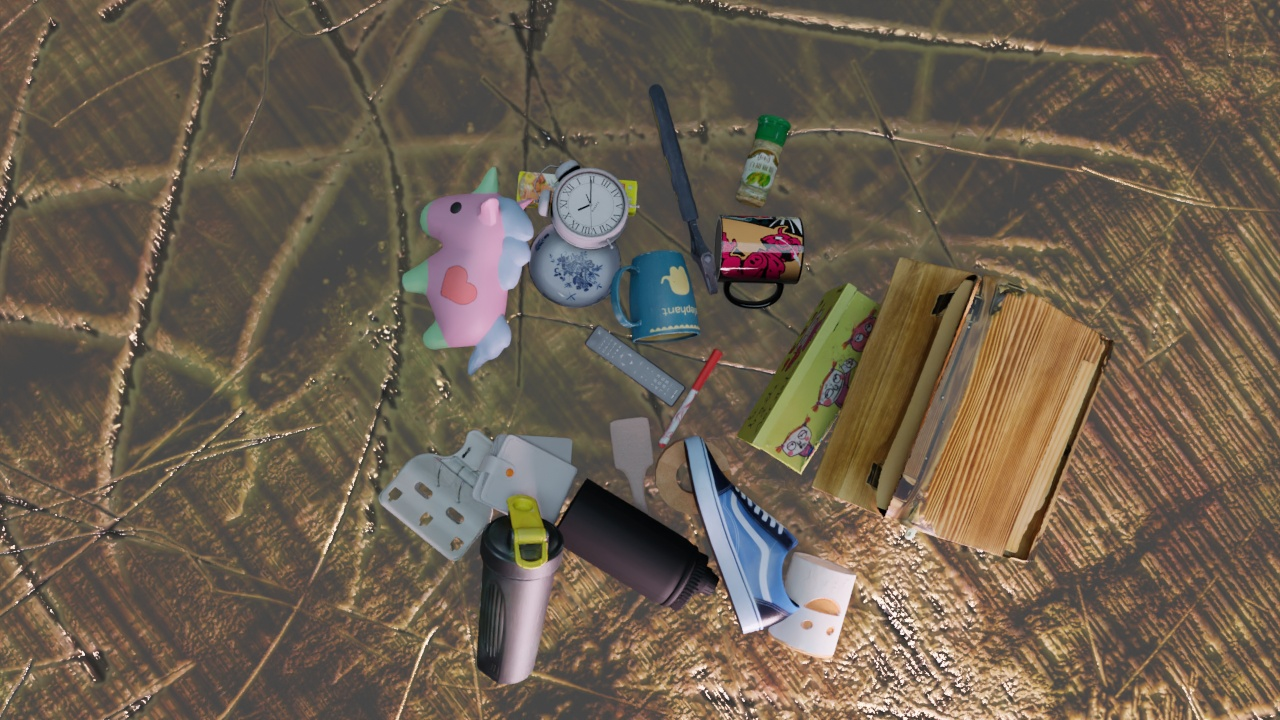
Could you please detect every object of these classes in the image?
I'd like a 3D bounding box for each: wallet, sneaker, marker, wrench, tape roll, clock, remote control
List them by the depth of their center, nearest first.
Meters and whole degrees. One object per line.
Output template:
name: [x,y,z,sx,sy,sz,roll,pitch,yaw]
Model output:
sneaker: [0.126,0.195,1.090,0.098,0.083,0.241,-20,89,-2]
clock: [-0.070,-0.189,1.101,0.122,0.035,0.094,32,79,-1]
wallet: [-0.134,0.134,1.114,0.118,0.038,0.115,32,71,-29]
wrench: [0.052,-0.211,1.130,0.022,0.073,0.273,-15,84,-2]
tape roll: [0.065,0.143,1.147,0.094,0.027,0.094,0,90,-1]
remote control: [-0.007,0.007,1.151,0.136,0.015,0.032,36,89,1]
marker: [0.062,0.048,1.154,0.013,0.013,0.142,31,90,-1]

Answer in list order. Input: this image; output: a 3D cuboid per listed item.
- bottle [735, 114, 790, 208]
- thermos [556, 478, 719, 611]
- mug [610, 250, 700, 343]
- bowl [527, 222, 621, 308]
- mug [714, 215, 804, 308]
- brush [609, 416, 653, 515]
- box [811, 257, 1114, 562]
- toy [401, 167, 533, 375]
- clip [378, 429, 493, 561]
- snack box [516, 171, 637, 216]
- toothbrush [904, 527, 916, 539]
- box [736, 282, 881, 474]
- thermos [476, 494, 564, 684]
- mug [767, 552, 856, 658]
bottle: [0.151,-0.247,1.141,0.043,0.043,0.111,18,90,-1]
thermos: [-0.003,0.232,1.116,0.198,0.086,0.086,32,89,-1]
mug: [0.014,-0.078,1.110,0.112,0.085,0.104,-1,82,-35]
bowl: [-0.082,-0.115,1.129,0.114,0.045,0.114,1,80,-5]
mug: [0.143,-0.119,1.129,0.098,0.081,0.118,2,117,-2]
brush: [-0.007,0.138,1.154,0.050,0.015,0.136,-7,96,0]
box: [0.357,0.058,1.019,0.192,0.251,0.279,23,91,42]
toy: [-0.193,-0.101,1.094,0.171,0.120,0.222,-17,94,19]
clip: [-0.231,0.157,1.135,0.126,0.102,0.151,40,60,-2]
snack box: [-0.078,-0.207,1.142,0.148,0.029,0.040,4,90,-1]
toothbrush: [0.370,0.156,1.161,0.022,0.015,0.155,25,90,29]
box: [0.208,0.023,1.105,0.079,0.124,0.221,34,91,-1]
thermos: [-0.146,0.274,1.076,0.098,0.098,0.221,11,115,-2]
mug: [0.210,0.298,1.123,0.082,0.082,0.105,17,89,-1]
